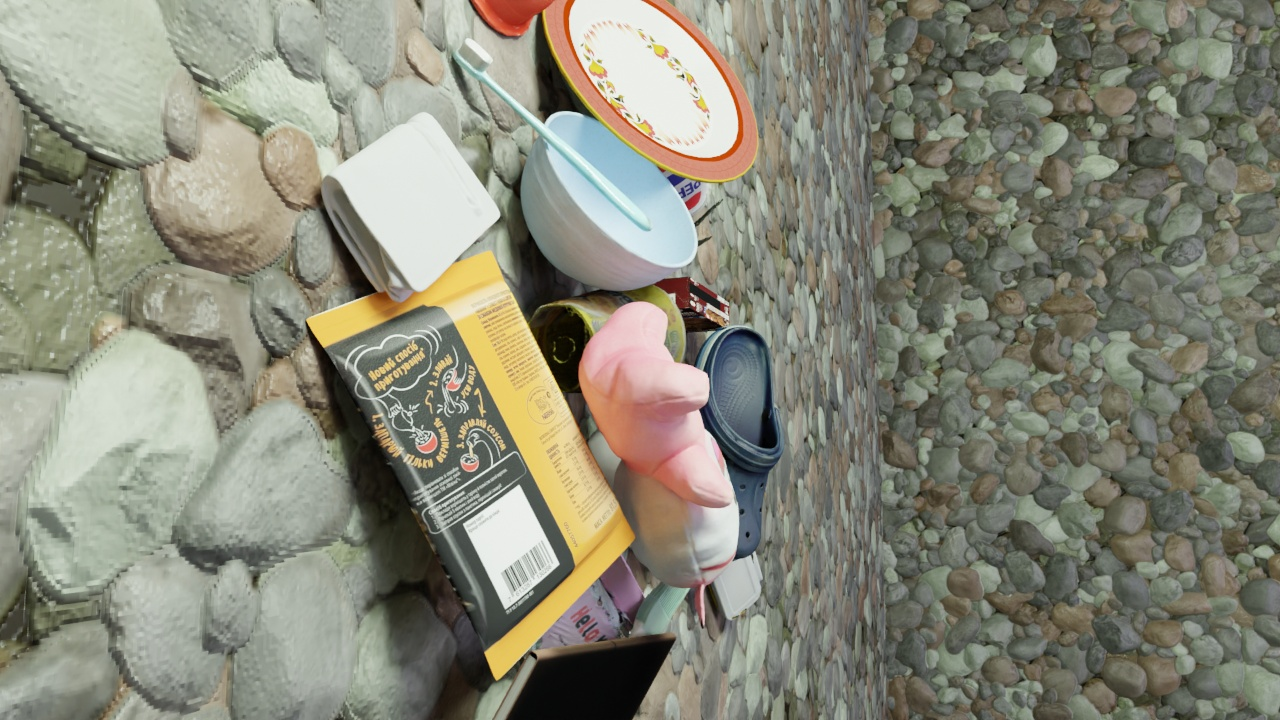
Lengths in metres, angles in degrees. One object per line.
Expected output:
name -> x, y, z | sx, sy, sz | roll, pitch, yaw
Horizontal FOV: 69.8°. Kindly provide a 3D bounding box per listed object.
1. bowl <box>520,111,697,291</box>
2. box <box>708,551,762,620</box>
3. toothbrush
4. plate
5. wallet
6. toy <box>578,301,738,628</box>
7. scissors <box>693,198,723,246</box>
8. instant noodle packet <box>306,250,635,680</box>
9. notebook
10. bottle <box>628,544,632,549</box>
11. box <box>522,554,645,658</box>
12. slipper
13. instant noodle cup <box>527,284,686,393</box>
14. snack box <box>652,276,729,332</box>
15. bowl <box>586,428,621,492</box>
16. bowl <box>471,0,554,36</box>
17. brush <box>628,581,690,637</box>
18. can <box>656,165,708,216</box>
bowl -> -0.035, -0.109, 0.706 | 0.150, 0.075, 0.150 | 32, 35, -25
box -> 0.089, 0.207, 1.092 | 0.083, 0.080, 0.210 | -33, 127, -18
toothbrush -> -0.057, -0.153, 0.638 | 0.180, 0.017, 0.016 | 42, 34, -14
plate -> 0.010, -0.245, 0.798 | 0.229, 0.021, 0.229 | 22, 49, -29
wallet -> -0.137, -0.092, 0.543 | 0.086, 0.032, 0.116 | 62, 31, -19
toy -> 0.018, 0.074, 0.652 | 0.142, 0.084, 0.213 | -119, -169, -57
scissors -> 0.009, -0.077, 0.797 | 0.012, 0.157, 0.169 | 35, 92, -23
instant noodle packet -> -0.089, 0.050, 0.556 | 0.159, 0.032, 0.221 | -35, 101, -55
notebook -> -0.051, 0.257, 0.637 | 0.141, 0.008, 0.209 | -62, 152, 1
bottle -> 0.010, 0.162, 0.867 | 0.116, 0.041, 0.041 | 30, 60, -65
box -> -0.065, 0.159, 0.690 | 0.101, 0.103, 0.202 | 52, -11, 48
slipper -> 0.096, 0.083, 0.964 | 0.105, 0.095, 0.252 | 11, 78, -28
instant noodle cup -> -0.033, -0.014, 0.721 | 0.108, 0.102, 0.102 | -9, 96, -58
snack box -> 0.051, -0.058, 0.982 | 0.140, 0.051, 0.031 | 19, 70, -67
bowl -> -0.001, 0.094, 0.791 | 0.116, 0.066, 0.116 | 38, 43, -48
bowl -> -0.088, -0.307, 0.668 | 0.130, 0.045, 0.130 | -3, 90, -68
brush -> -0.030, 0.242, 0.686 | 0.217, 0.012, 0.033 | -47, 136, -27
can -> 0.019, -0.205, 0.893 | 0.132, 0.070, 0.070 | 66, 30, -42
